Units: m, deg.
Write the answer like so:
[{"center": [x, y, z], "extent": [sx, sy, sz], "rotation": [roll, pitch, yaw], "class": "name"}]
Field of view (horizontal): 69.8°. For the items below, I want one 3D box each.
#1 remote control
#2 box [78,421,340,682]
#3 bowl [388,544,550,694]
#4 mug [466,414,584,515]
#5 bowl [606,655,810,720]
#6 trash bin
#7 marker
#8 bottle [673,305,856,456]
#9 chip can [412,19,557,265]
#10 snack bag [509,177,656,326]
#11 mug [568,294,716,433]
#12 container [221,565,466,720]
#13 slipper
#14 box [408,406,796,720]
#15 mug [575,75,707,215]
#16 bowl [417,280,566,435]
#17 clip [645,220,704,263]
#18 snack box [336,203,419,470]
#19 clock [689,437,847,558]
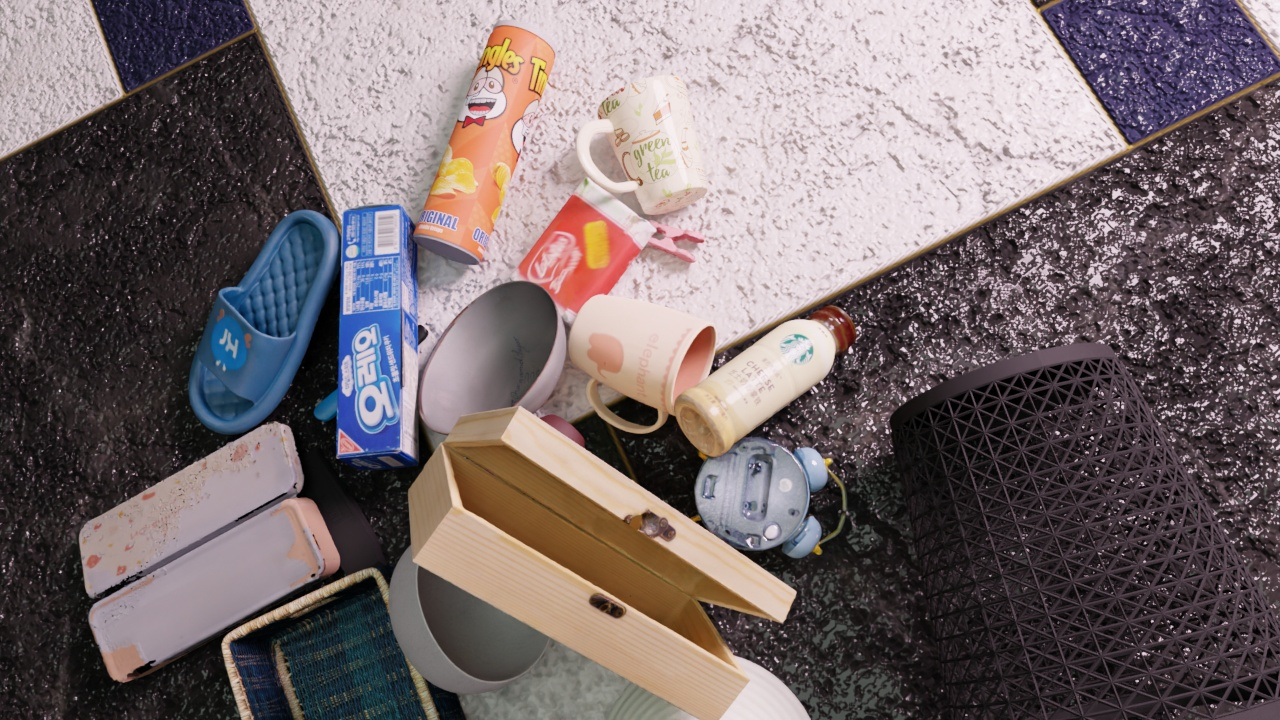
[{"center": [-0.263, 0.133, 0.795], "extent": [0.039, 0.010, 0.124], "rotation": [-34, 76, -1], "class": "remote control"}, {"center": [-0.377, 0.160, 0.790], "extent": [0.217, 0.058, 0.154], "rotation": [-28, 76, 5], "class": "box"}, {"center": [-0.138, 0.193, 0.714], "extent": [0.065, 0.131, 0.131], "rotation": [-32, 74, 33], "class": "bowl"}, {"center": [-0.097, 0.085, 0.757], "extent": [0.114, 0.087, 0.088], "rotation": [22, 63, 38], "class": "mug"}, {"center": [0.050, 0.313, 0.687], "extent": [0.177, 0.071, 0.177], "rotation": [-2, 78, 7], "class": "bowl"}, {"center": [0.290, 0.132, 0.632], "extent": [0.217, 0.217, 0.243], "rotation": [-15, 70, 4], "class": "trash bin"}, {"center": [-0.238, 0.011, 0.816], "extent": [0.123, 0.015, 0.018], "rotation": [-41, 70, -5], "class": "marker"}, {"center": [0.103, 0.011, 0.729], "extent": [0.161, 0.057, 0.056], "rotation": [-34, 75, -23], "class": "bottle"}, {"center": [-0.137, -0.194, 0.820], "extent": [0.062, 0.062, 0.210], "rotation": [17, 81, 10], "class": "chip can"}, {"center": [-0.050, -0.092, 0.793], "extent": [0.077, 0.036, 0.116], "rotation": [38, 93, 18], "class": "snack bag"}, {"center": [-0.005, 0.004, 0.760], "extent": [0.104, 0.085, 0.112], "rotation": [22, 111, 20], "class": "mug"}, {"center": [-0.227, 0.276, 0.729], "extent": [0.145, 0.071, 0.187], "rotation": [-25, 77, 1], "class": "container"}, {"center": [-0.338, -0.038, 0.806], "extent": [0.104, 0.059, 0.214], "rotation": [30, 93, 24], "class": "slipper"}, {"center": [-0.027, 0.128, 0.651], "extent": [0.249, 0.140, 0.123], "rotation": [36, 95, -20], "class": "box"}, {"center": [-0.001, -0.178, 0.782], "extent": [0.121, 0.081, 0.097], "rotation": [-14, 82, -35], "class": "mug"}, {"center": [-0.112, 0.009, 0.764], "extent": [0.151, 0.056, 0.150], "rotation": [-23, 47, 27], "class": "bowl"}, {"center": [0.029, -0.111, 0.803], "extent": [0.059, 0.022, 0.038], "rotation": [18, 85, 13], "class": "clip"}, {"center": [-0.223, -0.022, 0.786], "extent": [0.059, 0.059, 0.226], "rotation": [-6, 71, 1], "class": "snack box"}, {"center": [0.102, 0.110, 0.732], "extent": [0.124, 0.052, 0.088], "rotation": [7, 78, 8], "class": "clock"}]
